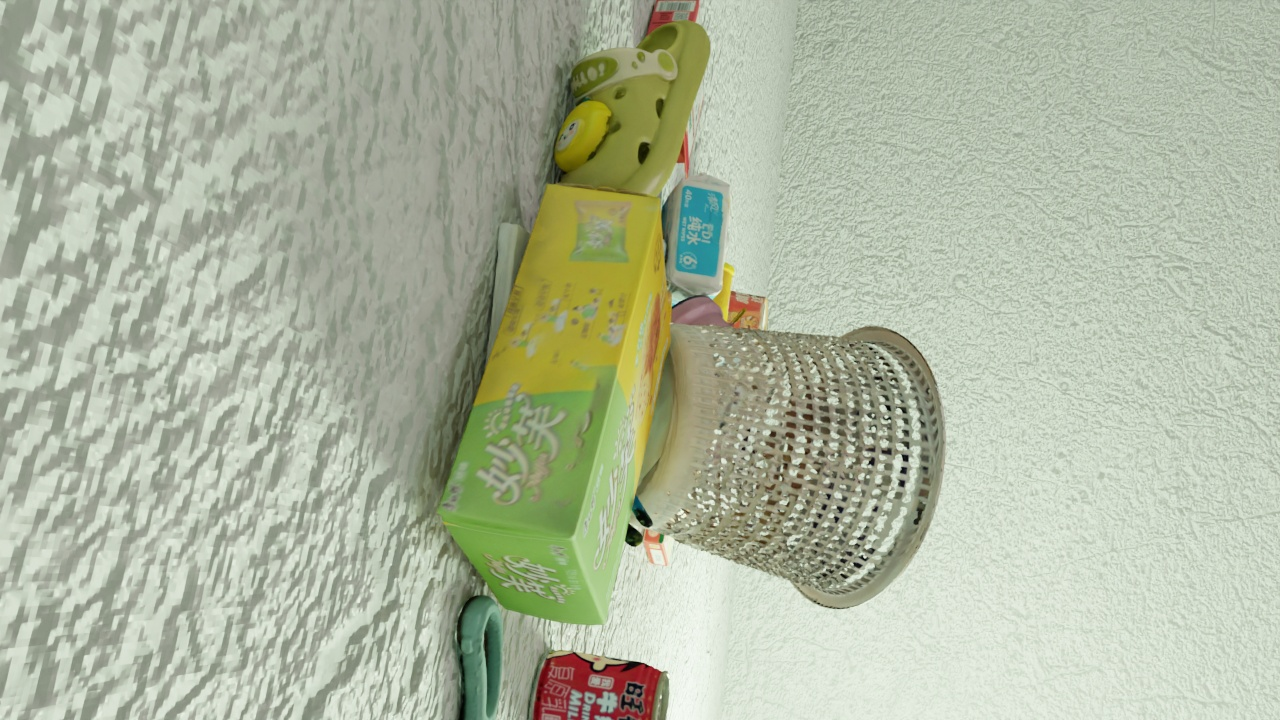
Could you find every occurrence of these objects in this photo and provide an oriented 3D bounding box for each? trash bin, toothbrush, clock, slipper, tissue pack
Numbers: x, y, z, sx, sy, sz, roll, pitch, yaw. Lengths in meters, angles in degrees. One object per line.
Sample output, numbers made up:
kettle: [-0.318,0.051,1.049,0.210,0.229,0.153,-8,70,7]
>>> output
trash bin: [0.083,0.064,0.702,0.228,0.192,0.227,-167,-89,-69]
toothbrush: [-0.020,0.079,0.653,0.189,0.014,0.016,-135,-118,-68]
clock: [0.033,0.009,0.875,0.158,0.060,0.117,-30,151,-28]
toothbrush: [-0.025,0.115,0.662,0.186,0.012,0.017,177,-68,-77]
slipper: [-0.017,-0.171,0.618,0.081,0.092,0.190,39,58,-28]
tissue pack: [0.053,-0.116,0.943,0.090,0.063,0.140,138,-40,-73]

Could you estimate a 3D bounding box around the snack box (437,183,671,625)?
snack box: [-0.036,0.028,0.531,0.158,0.070,0.209,83,18,-59]

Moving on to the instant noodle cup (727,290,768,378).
instant noodle cup: [0.109,-0.036,1.207,0.138,0.109,0.138,6,89,-79]

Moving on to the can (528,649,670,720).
can: [-0.029,0.255,0.683,0.066,0.094,0.066,6,89,-79]

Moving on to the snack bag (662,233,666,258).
snack bag: [0.008,-0.104,0.876,0.104,0.026,0.048,-20,123,-78]

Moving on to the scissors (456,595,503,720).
scissors: [-0.104,0.219,0.481,0.179,0.019,0.170,-20,116,-79]

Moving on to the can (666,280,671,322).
can: [-0.005,0.005,0.778,0.058,0.058,0.146,-53,147,-69]

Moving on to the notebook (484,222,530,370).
notebook: [-0.063,0.007,0.606,0.209,0.012,0.150,27,70,-78]

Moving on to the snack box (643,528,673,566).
snack box: [0.033,0.165,1.129,0.077,0.027,0.155,79,20,-57]

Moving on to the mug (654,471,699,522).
mug: [0.030,0.115,0.980,0.078,0.078,0.123,-72,168,-47]

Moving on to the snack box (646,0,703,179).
snack box: [0.029,-0.254,0.860,0.113,0.044,0.126,82,16,-52]

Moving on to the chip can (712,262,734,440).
chip can: [0.065,-0.013,1.098,0.072,0.072,0.213,40,57,-76]
